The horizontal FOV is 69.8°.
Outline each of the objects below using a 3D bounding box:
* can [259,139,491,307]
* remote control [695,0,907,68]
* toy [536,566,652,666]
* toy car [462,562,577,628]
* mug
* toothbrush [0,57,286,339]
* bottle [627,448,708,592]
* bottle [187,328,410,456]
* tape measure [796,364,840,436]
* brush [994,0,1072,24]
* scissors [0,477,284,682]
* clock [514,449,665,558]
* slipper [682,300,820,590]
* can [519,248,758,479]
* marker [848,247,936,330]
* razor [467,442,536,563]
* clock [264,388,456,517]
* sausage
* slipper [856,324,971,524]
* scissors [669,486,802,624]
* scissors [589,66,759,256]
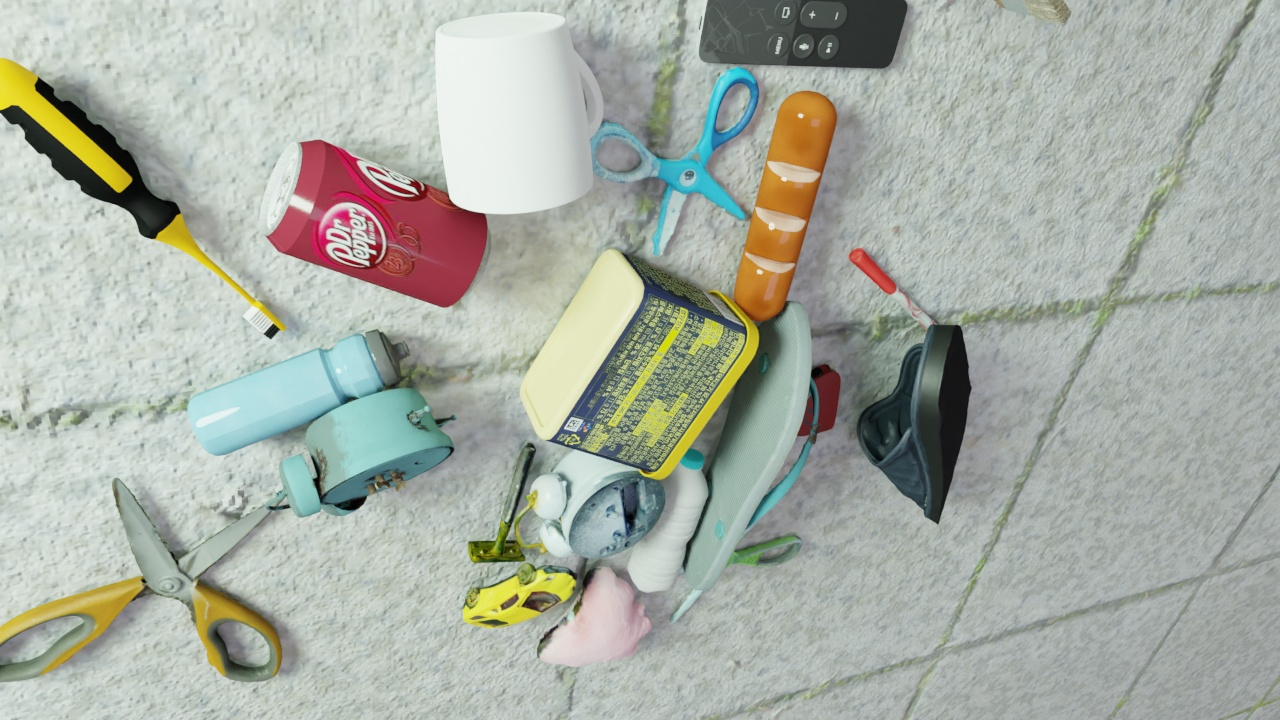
[{"bbox_3d":[-0.144,-0.074,0.508,0.114,0.063,0.063,19,113,-36],"label":"can"},{"bbox_3d":[0.103,-0.208,0.574,0.146,0.008,0.045,-6,126,-23],"label":"remote control"},{"bbox_3d":[-0.033,0.228,0.796,0.093,0.050,0.102,24,106,-34],"label":"toy"},{"bbox_3d":[-0.096,0.189,0.732,0.107,0.030,0.049,-32,137,29],"label":"toy car"},{"bbox_3d":[-0.059,-0.142,0.503,0.114,0.081,0.088,-37,134,-42],"label":"mug"},{"bbox_3d":[-0.252,-0.075,0.477,0.030,0.031,0.197,-53,139,-17],"label":"toothbrush"},{"bbox_3d":[0.025,0.132,0.759,0.044,0.044,0.136,0,123,-27],"label":"bottle"},{"bbox_3d":[-0.204,0.016,0.560,0.130,0.040,0.040,-22,131,-11],"label":"bottle"},{"bbox_3d":[0.138,0.033,0.763,0.051,0.019,0.059,-9,120,-19],"label":"tape measure"},{"bbox_3d":[0.182,-0.218,0.517,0.045,0.143,0.008,36,101,-32],"label":"brush"},{"bbox_3d":[-0.322,0.169,0.626,0.225,0.016,0.230,-33,132,-3],"label":"scissors"},{"bbox_3d":[-0.040,0.110,0.696,0.117,0.057,0.083,-22,133,-18],"label":"clock"},{"bbox_3d":[0.095,0.081,0.719,0.054,0.098,0.269,9,121,-16],"label":"slipper"},{"bbox_3d":[-0.004,0.004,0.632,0.104,0.075,0.135,21,112,-34],"label":"can"},{"bbox_3d":[0.209,-0.052,0.741,0.142,0.012,0.013,32,105,-40],"label":"marker"},{"bbox_3d":[-0.097,0.109,0.696,0.042,0.026,0.106,6,116,-28],"label":"razor"},{"bbox_3d":[-0.179,0.063,0.579,0.124,0.053,0.090,-25,168,2],"label":"clock"},{"bbox_3d":[0.097,-0.102,0.625,0.039,0.044,0.165,17,122,10],"label":"sausage"},{"bbox_3d":[0.233,0.053,0.795,0.108,0.084,0.266,-67,151,-22],"label":"slipper"},{"bbox_3d":[0.075,0.177,0.843,0.171,0.024,0.166,-11,133,-23],"label":"scissors"},{"bbox_3d":[0.032,-0.131,0.592,0.134,0.011,0.140,29,107,-36],"label":"scissors"}]
